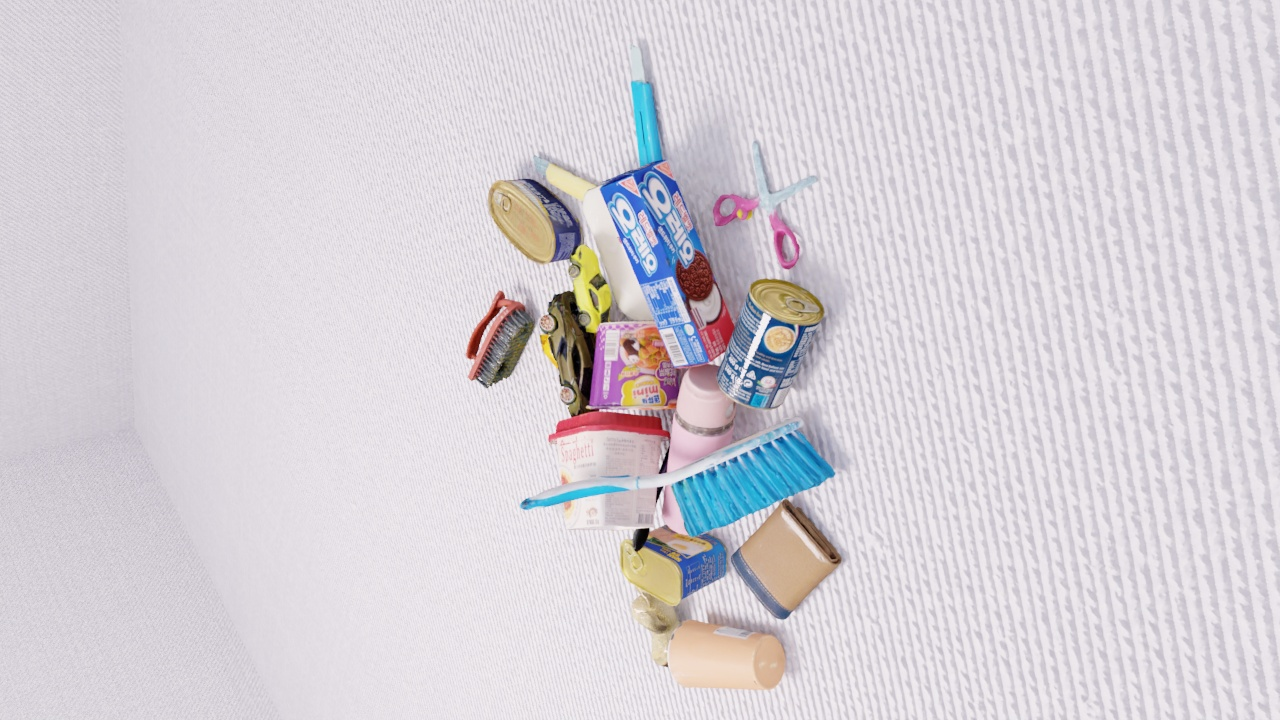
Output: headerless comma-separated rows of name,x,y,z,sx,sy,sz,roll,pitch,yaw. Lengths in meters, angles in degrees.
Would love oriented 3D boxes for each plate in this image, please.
plate,0.013,-0.126,1.011,0.164,0.034,0.164,-3,112,51

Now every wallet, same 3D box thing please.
wallet,0.153,0.213,0.981,0.090,0.033,0.116,50,134,22

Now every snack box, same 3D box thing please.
snack box,0.030,-0.097,0.932,0.057,0.058,0.207,-10,108,49

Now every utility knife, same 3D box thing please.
utility knife,0.006,-0.254,1.005,0.034,0.018,0.182,4,105,51
utility knife,-0.078,-0.212,1.115,0.183,0.019,0.031,31,120,32

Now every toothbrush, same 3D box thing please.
toothbrush,0.026,0.129,1.053,0.017,0.014,0.189,16,86,64

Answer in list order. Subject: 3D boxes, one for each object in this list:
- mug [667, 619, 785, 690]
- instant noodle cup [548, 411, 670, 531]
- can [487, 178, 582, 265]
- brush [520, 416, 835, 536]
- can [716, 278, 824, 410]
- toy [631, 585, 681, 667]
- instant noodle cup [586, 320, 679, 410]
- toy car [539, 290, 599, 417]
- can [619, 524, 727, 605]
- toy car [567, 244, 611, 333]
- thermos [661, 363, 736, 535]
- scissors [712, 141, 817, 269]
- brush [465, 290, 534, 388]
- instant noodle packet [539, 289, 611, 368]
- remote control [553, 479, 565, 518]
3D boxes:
mug,0.101,0.341,1.055,0.123,0.078,0.078,-12,93,45
instant noodle cup,-0.035,0.128,1.035,0.117,0.116,0.124,-19,67,51
can,-0.135,-0.179,1.169,0.148,0.049,0.075,43,131,32
brush,0.033,0.133,0.941,0.315,0.060,0.109,-25,85,10
can,0.125,-0.014,0.903,0.075,0.075,0.111,43,131,32
toy,0.019,0.305,1.150,0.105,0.066,0.157,108,144,-78
instant noodle cup,-0.006,0.006,1.042,0.112,0.111,0.099,-3,87,49
toy car,-0.074,-0.004,1.082,0.042,0.070,0.158,-10,97,27
can,0.040,0.235,1.078,0.102,0.083,0.057,17,114,46
toy car,-0.056,-0.083,1.060,0.032,0.048,0.105,-3,114,23
thermos,0.070,0.094,1.006,0.067,0.087,0.199,24,127,26
scissors,0.124,-0.151,0.909,0.134,0.017,0.134,-19,84,47
brush,-0.200,-0.032,1.282,0.069,0.063,0.146,44,132,13
instant noodle packet,-0.067,-0.016,1.149,0.128,0.044,0.111,52,129,19
remote control,-0.089,0.166,1.250,0.049,0.024,0.125,42,131,33
